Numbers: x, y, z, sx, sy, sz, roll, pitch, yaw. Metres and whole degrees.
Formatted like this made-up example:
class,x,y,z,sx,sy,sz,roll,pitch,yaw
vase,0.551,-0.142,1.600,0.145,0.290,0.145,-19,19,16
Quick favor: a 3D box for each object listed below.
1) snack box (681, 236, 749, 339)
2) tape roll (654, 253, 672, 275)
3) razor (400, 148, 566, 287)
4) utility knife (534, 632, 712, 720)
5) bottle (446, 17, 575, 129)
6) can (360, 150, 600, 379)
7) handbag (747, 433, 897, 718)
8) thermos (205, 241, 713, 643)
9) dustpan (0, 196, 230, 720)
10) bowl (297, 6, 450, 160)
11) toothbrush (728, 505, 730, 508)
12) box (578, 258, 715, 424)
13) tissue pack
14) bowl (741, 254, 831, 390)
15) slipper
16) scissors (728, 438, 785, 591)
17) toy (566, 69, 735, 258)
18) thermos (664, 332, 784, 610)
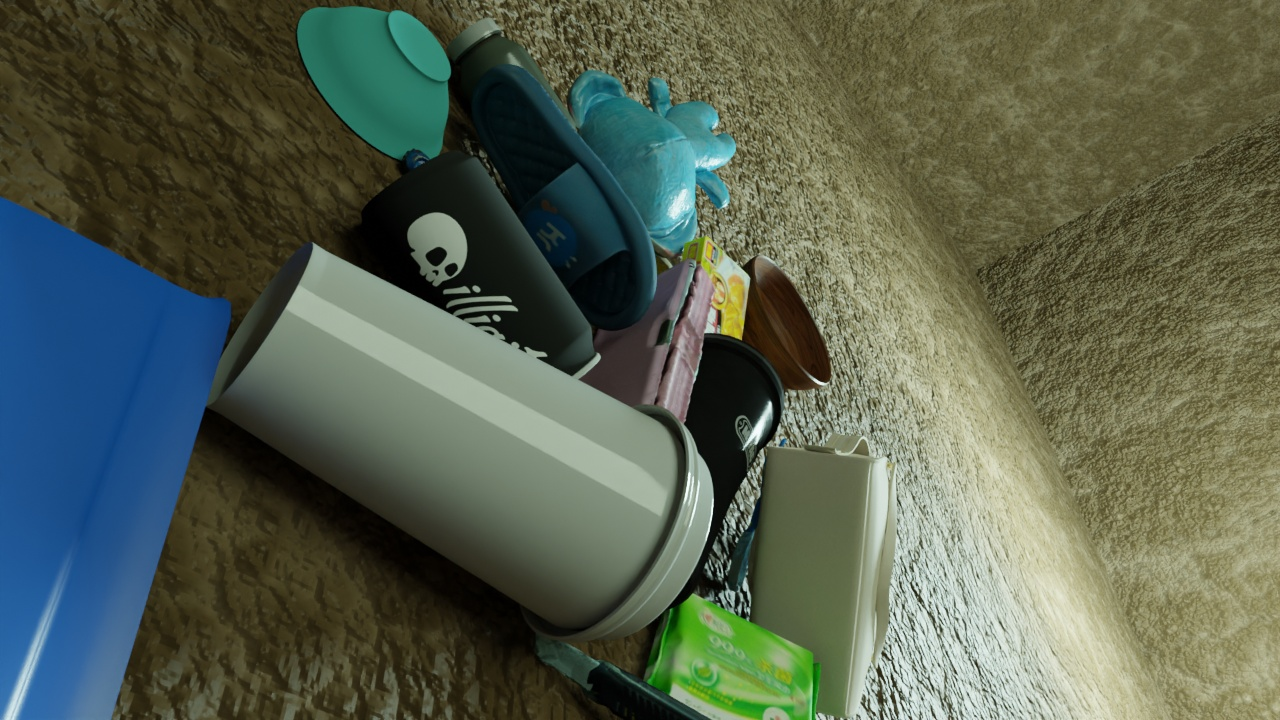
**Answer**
class,x,y,z,sx,sy,sz,roll,pitch,yaw
snack box,0.059,-0.026,0.804,0.075,0.025,0.152,36,55,-41
tape roll,0.014,-0.062,0.825,0.094,0.019,0.093,43,30,-33
razor,-0.110,-0.087,0.626,0.141,0.018,0.043,48,64,-19
utility knife,0.021,0.200,0.501,0.198,0.029,0.020,35,20,-12
bottle,-0.102,-0.209,0.720,0.108,0.060,0.060,55,26,-11
can,-0.092,-0.043,0.538,0.146,0.080,0.080,56,26,-8
handbag,0.153,0.154,0.705,0.197,0.101,0.194,10,85,-64
thermos,-0.081,0.040,0.438,0.221,0.132,0.131,35,35,-28
dustpan,-0.249,0.004,0.232,0.257,0.060,0.245,49,26,-43
bowl,-0.162,-0.196,0.611,0.121,0.046,0.121,42,31,-33
toothbrush,0.078,0.070,0.810,0.017,0.014,0.187,63,22,-25
box,-0.005,0.004,0.639,0.041,0.098,0.232,58,26,-22
tissue pack,0.056,0.202,0.565,0.114,0.034,0.099,28,33,-5
bowl,0.127,-0.027,0.935,0.147,0.069,0.147,43,30,-33
slipper,-0.066,-0.112,0.660,0.059,0.104,0.213,-27,83,-38
scissors,0.089,0.123,0.710,0.124,0.016,0.125,-58,154,-44
toy,0.012,-0.189,0.854,0.180,0.115,0.183,-34,94,-43
thermos,0.030,0.071,0.630,0.106,0.106,0.218,53,31,-13
